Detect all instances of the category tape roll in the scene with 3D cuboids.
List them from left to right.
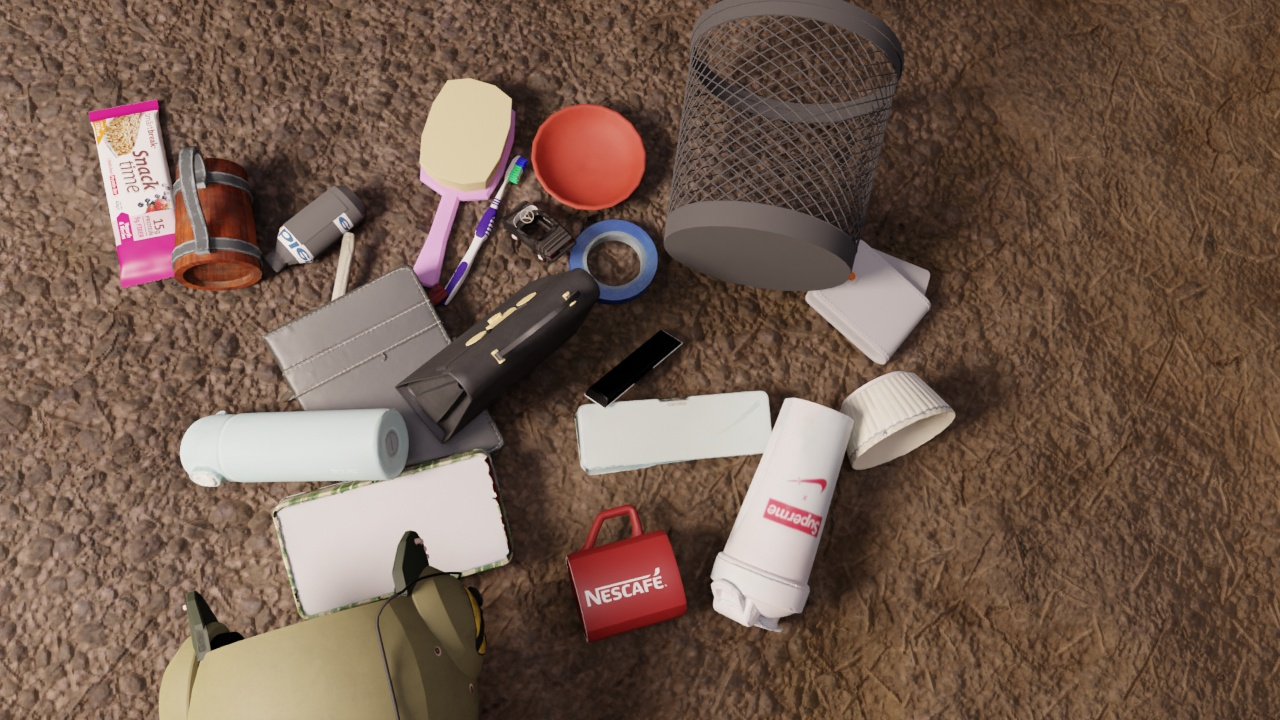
[{"bbox_3d":[-0.029,-0.105,0.982,0.093,0.016,0.091,18,76,-3],"label":"tape roll"}]

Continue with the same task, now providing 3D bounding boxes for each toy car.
[{"bbox_3d":[-0.107,-0.136,0.955,0.040,0.037,0.092,-42,52,-12],"label":"toy car"}]

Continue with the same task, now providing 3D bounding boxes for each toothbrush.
[{"bbox_3d":[-0.166,-0.139,0.974,0.016,0.015,0.186,23,76,5],"label":"toothbrush"}]

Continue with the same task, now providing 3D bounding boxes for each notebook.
[{"bbox_3d":[-0.249,0.030,0.908,0.169,0.029,0.209,-28,93,-10],"label":"notebook"}]

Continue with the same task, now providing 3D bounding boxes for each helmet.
[{"bbox_3d":[-0.239,0.278,0.737,0.250,0.256,0.232,-15,77,-9],"label":"helmet"}]

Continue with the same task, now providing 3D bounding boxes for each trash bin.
[{"bbox_3d":[0.137,-0.208,0.929,0.218,0.218,0.227,13,80,-4],"label":"trash bin"}]

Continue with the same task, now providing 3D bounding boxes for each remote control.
[{"bbox_3d":[-0.006,0.005,0.937,0.028,0.012,0.124,33,53,25],"label":"remote control"}]

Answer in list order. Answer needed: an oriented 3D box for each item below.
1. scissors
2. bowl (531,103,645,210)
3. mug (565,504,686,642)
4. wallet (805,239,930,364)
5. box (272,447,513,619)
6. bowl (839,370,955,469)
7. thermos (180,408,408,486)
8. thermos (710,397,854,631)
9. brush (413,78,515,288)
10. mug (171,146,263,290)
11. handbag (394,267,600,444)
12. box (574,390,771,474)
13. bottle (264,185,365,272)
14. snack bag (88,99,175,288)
[{"bbox_3d":[-0.287,-0.039,0.929,0.198,0.015,0.179,-21,89,-9],"label":"scissors"},{"bbox_3d":[-0.057,-0.214,0.993,0.122,0.035,0.122,1,77,-7],"label":"bowl"},{"bbox_3d":[-0.020,0.201,0.884,0.096,0.081,0.116,-13,73,-10],"label":"mug"},{"bbox_3d":[0.255,-0.077,1.000,0.118,0.037,0.115,42,76,0],"label":"wallet"},{"bbox_3d":[-0.230,0.160,0.869,0.205,0.050,0.117,-16,93,-11],"label":"box"},{"bbox_3d":[0.254,0.057,0.937,0.115,0.115,0.062,-20,66,-11],"label":"bowl"},{"bbox_3d":[-0.323,0.080,0.851,0.207,0.065,0.077,-3,47,13],"label":"thermos"},{"bbox_3d":[0.136,0.149,0.894,0.099,0.099,0.220,20,84,-2],"label":"thermos"},{"bbox_3d":[-0.197,-0.188,0.967,0.089,0.043,0.228,15,76,-3],"label":"brush"},{"bbox_3d":[-0.420,-0.140,0.893,0.081,0.117,0.111,-8,75,-9],"label":"mug"},{"bbox_3d":[-0.111,-0.019,0.835,0.175,0.196,0.072,-42,98,-29],"label":"handbag"},{"bbox_3d":[0.035,0.073,0.935,0.199,0.067,0.083,-6,59,-10],"label":"box"},{"bbox_3d":[-0.333,-0.132,0.936,0.112,0.047,0.047,-42,85,-14],"label":"bottle"},{"bbox_3d":[-0.513,-0.174,0.939,0.070,0.016,0.196,-14,79,-11],"label":"snack bag"}]
